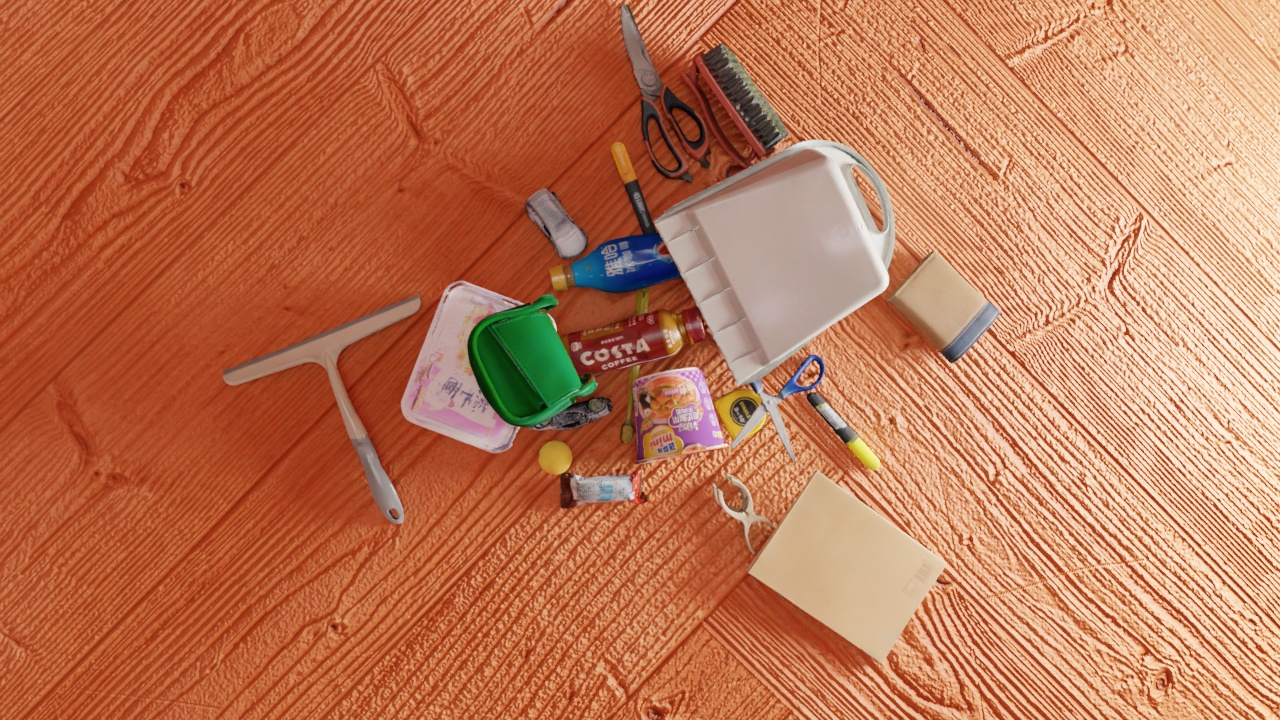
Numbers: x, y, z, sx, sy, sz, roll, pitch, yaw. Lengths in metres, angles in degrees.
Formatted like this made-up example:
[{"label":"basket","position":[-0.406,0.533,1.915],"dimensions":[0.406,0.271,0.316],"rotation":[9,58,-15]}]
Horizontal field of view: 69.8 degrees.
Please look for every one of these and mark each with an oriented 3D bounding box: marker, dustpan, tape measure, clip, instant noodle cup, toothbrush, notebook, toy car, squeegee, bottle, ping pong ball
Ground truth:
[{"label":"marker","position":[0.248,0.086,1.123],"dimensions":[0.018,0.015,0.124],"rotation":[-42,90,-3]},{"label":"dustpan","position":[0.181,-0.135,1.077],"dimensions":[0.258,0.142,0.223],"rotation":[-26,102,10]},{"label":"tape measure","position":[0.122,0.063,1.106],"dimensions":[0.057,0.029,0.060],"rotation":[-28,91,-2]},{"label":"clip","position":[0.124,0.184,1.108],"dimensions":[0.076,0.035,0.101],"rotation":[-38,102,-4]},{"label":"instant noodle cup","position":[0.040,0.063,1.067],"dimensions":[0.111,0.111,0.099],"rotation":[-9,82,-4]},{"label":"marker","position":[-0.007,-0.203,1.101],"dimensions":[0.018,0.015,0.124],"rotation":[-21,94,1]},{"label":"toothbrush","position":[-0.007,0.006,1.103],"dimensions":[0.015,0.016,0.190],"rotation":[7,90,-3]},{"label":"notebook","position":[0.254,0.252,1.116],"dimensions":[0.211,0.012,0.149],"rotation":[35,87,-10]},{"label":"toy car","position":[-0.084,0.066,1.083],"dimensions":[0.105,0.049,0.031],"rotation":[-13,89,-3]},{"label":"toy car","position":[-0.099,-0.162,1.087],"dimensions":[0.043,0.034,0.090],"rotation":[-37,94,-6]},{"label":"squeegee","position":[-0.331,0.080,1.071],"dimensions":[0.246,0.039,0.246],"rotation":[-22,92,-3]},{"label":"bottle","position":[0.002,-0.117,1.079],"dimensions":[0.218,0.065,0.065],"rotation":[-12,91,-3]},{"label":"bottle","position":[-0.012,-0.021,1.067],"dimensions":[0.175,0.057,0.057],"rotation":[-15,92,7]},{"label":"instant noodle cup","position":[-0.185,0.008,1.070],"dimensions":[0.138,0.060,0.173],"rotation":[21,91,-4]},{"label":"ping pong ball","position":[-0.101,0.115,1.086],"dimensions":[0.040,0.040,0.040],"rotation":[0,91,-4]}]

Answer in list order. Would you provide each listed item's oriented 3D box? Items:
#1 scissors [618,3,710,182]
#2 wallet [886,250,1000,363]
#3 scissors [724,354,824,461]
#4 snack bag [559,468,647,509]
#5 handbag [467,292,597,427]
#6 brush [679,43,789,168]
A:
[{"label":"scissors","position":[0.030,-0.329,1.102],"dimensions":[0.177,0.015,0.210],"rotation":[14,90,-3]},{"label":"wallet","position":[0.370,-0.065,1.121],"dimensions":[0.115,0.033,0.090],"rotation":[43,85,-2]},{"label":"scissors","position":[0.153,0.038,1.089],"dimensions":[0.175,0.012,0.162],"rotation":[-35,75,-23]},{"label":"snack bag","position":[-0.044,0.154,1.097],"dimensions":[0.105,0.026,0.045],"rotation":[-3,100,-3]},{"label":"handbag","position":[-0.123,0.004,1.016],"dimensions":[0.120,0.068,0.131],"rotation":[-26,91,-11]},{"label":"brush","position":[0.107,-0.302,1.088],"dimensions":[0.069,0.063,0.146],"rotation":[-35,92,26]}]
